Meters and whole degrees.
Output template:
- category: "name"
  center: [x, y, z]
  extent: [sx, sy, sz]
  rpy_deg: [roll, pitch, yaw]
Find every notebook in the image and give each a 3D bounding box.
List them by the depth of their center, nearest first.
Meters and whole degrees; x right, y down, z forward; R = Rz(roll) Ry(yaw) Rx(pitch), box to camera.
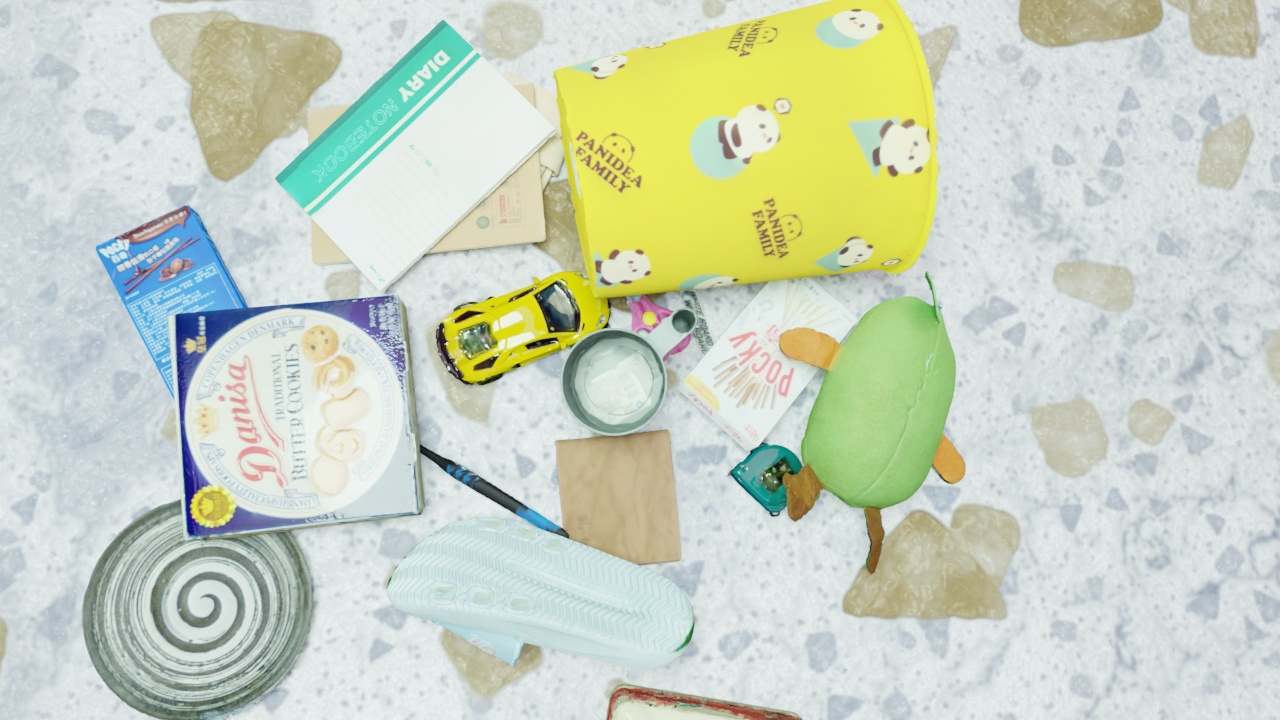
- category: "notebook"
  center: [-0.199, -0.182, 0.807]
  extent: [0.209, 0.012, 0.150]
  rpy_deg: [-44, 81, -3]
- category: "notebook"
  center: [-0.192, -0.166, 0.814]
  extent: [0.208, 0.008, 0.147]
  rpy_deg: [-6, 81, 3]

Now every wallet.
- category: "wallet"
  center: [-0.019, 0.121, 0.788]
  extent: [0.101, 0.020, 0.115]
  rpy_deg: [-6, 83, -4]
- category: "wallet"
  center: [-0.110, -0.196, 0.833]
  extent: [0.087, 0.024, 0.115]
  rpy_deg: [26, 78, -1]

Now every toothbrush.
- category: "toothbrush"
  center: [-0.142, 0.102, 0.777]
  extent: [0.189, 0.016, 0.014]
  rpy_deg: [30, 83, 5]

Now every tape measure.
- category: "tape measure"
  center: [0.114, 0.100, 0.798]
  extent: [0.058, 0.025, 0.054]
  rpy_deg: [44, 81, 3]

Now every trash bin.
- category: "trash bin"
  center: [0.071, -0.161, 0.741]
  extent: [0.255, 0.230, 0.229]
  rpy_deg: [-11, 81, -4]

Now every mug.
- category: "mug"
  center: [-0.004, 0.004, 0.756]
  extent: [0.124, 0.103, 0.083]
  rpy_deg: [-40, 89, 0]

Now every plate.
- category: "plate"
  center: [-0.355, 0.200, 0.745]
  extent: [0.179, 0.024, 0.179]
  rpy_deg: [1, 78, -4]

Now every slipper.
- category: "slipper"
  center: [-0.079, 0.194, 0.734]
  extent: [0.245, 0.074, 0.103]
  rpy_deg: [12, 37, 10]

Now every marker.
- category: "marker"
  center: [0.053, -0.033, 0.821]
  extent: [0.017, 0.017, 0.145]
  rpy_deg: [-17, 82, -7]

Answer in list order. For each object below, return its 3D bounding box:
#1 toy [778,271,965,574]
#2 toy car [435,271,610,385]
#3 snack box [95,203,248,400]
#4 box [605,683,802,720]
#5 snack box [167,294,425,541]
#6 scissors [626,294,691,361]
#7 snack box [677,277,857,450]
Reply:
- category: "toy"
  center: [0.201, 0.048, 0.780]
  extent: [0.227, 0.090, 0.246]
  rpy_deg: [37, 70, -24]
- category: "toy car"
  center: [-0.100, -0.032, 0.797]
  extent: [0.155, 0.041, 0.071]
  rpy_deg: [-20, 83, -9]
- category: "snack box"
  center: [-0.386, -0.046, 0.782]
  extent: [0.084, 0.026, 0.157]
  rpy_deg: [-29, 84, -10]
- category: "box"
  center: [0.053, 0.316, 0.730]
  extent: [0.168, 0.077, 0.091]
  rpy_deg: [10, 80, -3]
- category: "snack box"
  center: [-0.276, 0.046, 0.744]
  extent: [0.182, 0.046, 0.178]
  rpy_deg: [-6, 83, -10]
- category: "scissors"
  center: [-0.007, -0.059, 0.819]
  extent: [0.057, 0.017, 0.133]
  rpy_deg: [-33, 86, -2]
- category: "snack box"
  center: [0.113, -0.006, 0.805]
  extent: [0.084, 0.027, 0.156]
  rpy_deg: [41, 71, 0]
